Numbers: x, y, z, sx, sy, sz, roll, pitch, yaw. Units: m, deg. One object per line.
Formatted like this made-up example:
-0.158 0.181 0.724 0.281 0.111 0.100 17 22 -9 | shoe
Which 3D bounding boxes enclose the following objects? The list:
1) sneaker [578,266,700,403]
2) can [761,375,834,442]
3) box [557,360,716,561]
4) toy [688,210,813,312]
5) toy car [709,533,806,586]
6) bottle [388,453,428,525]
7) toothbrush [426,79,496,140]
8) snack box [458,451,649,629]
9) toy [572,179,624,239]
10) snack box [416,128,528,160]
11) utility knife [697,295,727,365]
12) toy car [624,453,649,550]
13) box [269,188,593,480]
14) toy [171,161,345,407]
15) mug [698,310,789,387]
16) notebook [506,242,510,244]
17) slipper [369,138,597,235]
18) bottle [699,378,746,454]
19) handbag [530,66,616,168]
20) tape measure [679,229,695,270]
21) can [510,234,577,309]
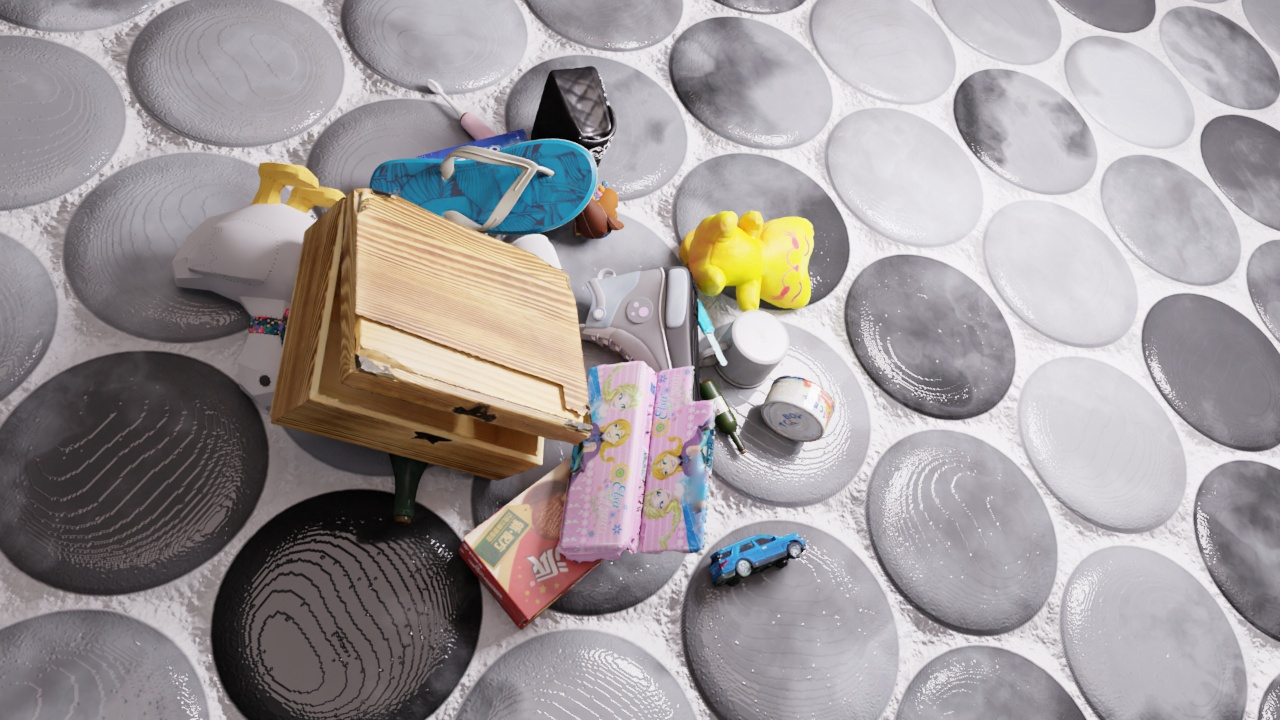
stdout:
-0.006 0.007 1.143 0.160 0.093 0.256 -1 75 9 | sneaker
0.198 0.062 1.160 0.086 0.086 0.043 30 60 1 | can
0.001 0.102 0.995 0.160 0.035 0.229 -7 57 23 | box
0.149 -0.130 1.232 0.193 0.088 0.134 -1 95 -35 | toy
0.137 0.229 1.075 0.120 0.056 0.043 -13 67 -19 | toy car
-0.259 0.100 1.034 0.055 0.055 0.174 6 63 -12 | bottle
-0.221 -0.317 1.275 0.222 0.027 0.026 46 19 10 | toothbrush
-0.077 0.182 1.037 0.235 0.060 0.113 -36 79 -28 | snack box
-0.061 -0.215 1.227 0.071 0.103 0.090 -3 40 24 | toy
-0.215 -0.253 1.225 0.150 0.027 0.082 -18 73 -9 | snack box
0.081 -0.047 1.186 0.022 0.015 0.168 3 37 -18 | utility knife
0.010 0.159 1.012 0.047 0.047 0.111 27 55 -26 | toy car
-0.209 -0.032 0.979 0.278 0.177 0.246 20 57 -37 | box
-0.424 -0.086 1.045 0.247 0.141 0.267 14 84 11 | toy
0.131 -0.014 1.190 0.113 0.071 0.084 -6 65 -20 | mug
-0.235 -0.066 1.152 0.141 0.008 0.208 5 62 -13 | notebook
-0.201 -0.214 1.156 0.295 0.060 0.118 -3 104 3 | slipper
0.106 0.072 1.164 0.025 0.025 0.106 -20 70 -24 | bottle
-0.073 -0.307 1.242 0.114 0.154 0.125 -12 72 -25 | handbag
0.083 -0.151 1.270 0.068 0.030 0.059 -25 73 -28 | tape measure
-0.129 -0.103 1.168 0.064 0.064 0.127 -14 68 -21 | can
